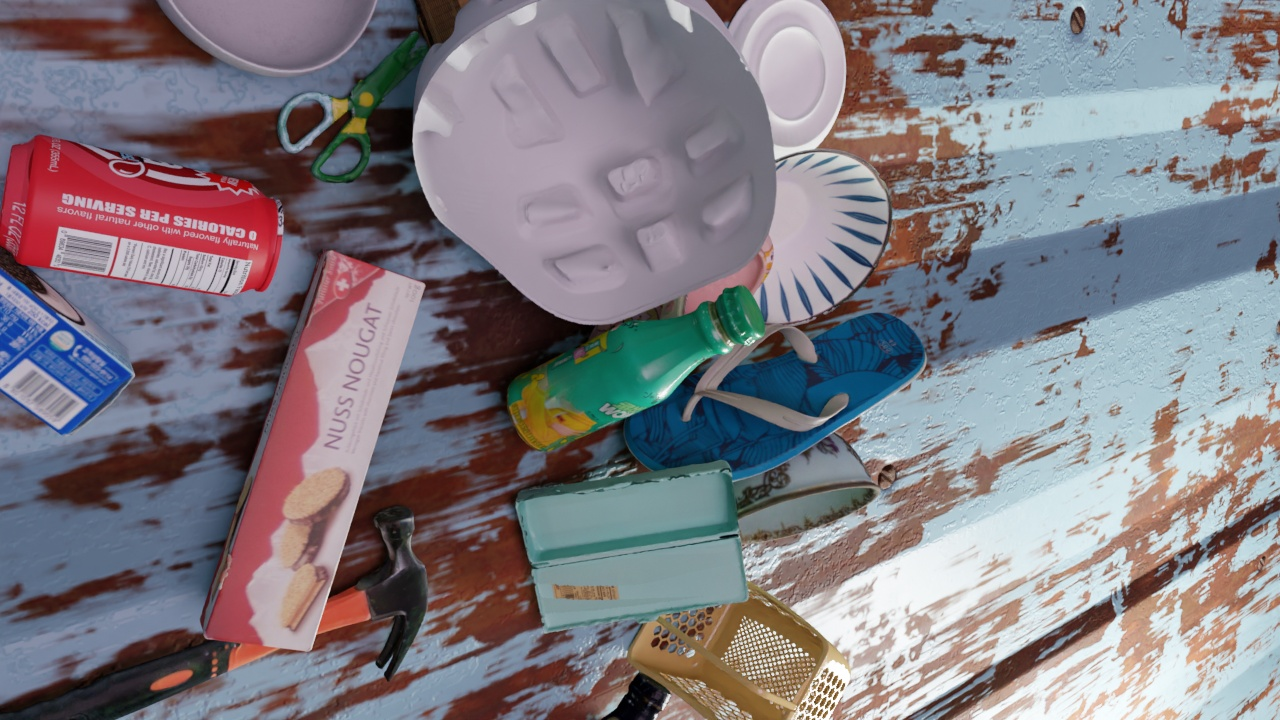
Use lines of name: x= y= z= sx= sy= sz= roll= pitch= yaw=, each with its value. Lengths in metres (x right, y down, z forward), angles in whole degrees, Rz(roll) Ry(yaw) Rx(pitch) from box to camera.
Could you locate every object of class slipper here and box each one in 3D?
slipper: x=0.128 y=0.025 z=0.822 sx=0.294 sy=0.118 sz=0.060 roll=-23 pitch=153 yaw=-12
slipper: x=0.041 y=-0.030 z=0.769 sx=0.197 sy=0.081 sz=0.093 roll=-45 pitch=126 yaw=12

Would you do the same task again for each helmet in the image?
helmet: x=-0.033 y=-0.150 z=0.619 sx=0.224 sy=0.183 sz=0.282 roll=-29 pitch=161 yaw=13

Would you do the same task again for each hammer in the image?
hammer: x=-0.313 y=0.216 z=0.656 sx=0.332 sy=0.033 sz=0.133 roll=-15 pitch=112 yaw=-30

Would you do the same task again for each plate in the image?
plate: x=0.136 y=-0.263 z=0.844 sx=0.156 sy=0.014 sz=0.157 roll=-10 pitch=109 yaw=-32

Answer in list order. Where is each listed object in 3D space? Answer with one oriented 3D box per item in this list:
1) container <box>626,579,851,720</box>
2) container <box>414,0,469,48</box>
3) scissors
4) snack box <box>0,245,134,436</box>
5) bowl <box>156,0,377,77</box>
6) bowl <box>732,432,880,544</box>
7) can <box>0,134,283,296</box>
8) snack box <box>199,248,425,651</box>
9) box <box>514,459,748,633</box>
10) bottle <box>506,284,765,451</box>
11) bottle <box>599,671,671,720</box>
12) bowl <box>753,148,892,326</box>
container: x=0.083 y=0.270 z=0.852 sx=0.167 sy=0.183 sz=0.129 roll=38 pitch=80 yaw=-43
container: x=-0.123 y=-0.271 z=0.630 sx=0.063 sy=0.061 sz=0.114 roll=-30 pitch=118 yaw=-25
scissors: x=-0.197 y=-0.185 z=0.635 sx=0.070 sy=0.014 sz=0.130 roll=40 pitch=80 yaw=-36
snack box: x=-0.391 y=-0.052 z=0.507 sx=0.059 sy=0.059 sz=0.226 roll=-47 pitch=124 yaw=-11
bowl: x=-0.232 y=-0.243 z=0.560 sx=0.131 sy=0.064 sz=0.132 roll=-10 pitch=109 yaw=-33
bowl: x=0.138 y=0.108 z=0.887 sx=0.159 sy=0.160 sz=0.093 roll=4 pitch=60 yaw=-36
can: x=-0.297 y=-0.084 z=0.552 sx=0.142 sy=0.074 sz=0.074 roll=9 pitch=98 yaw=-36
snack box: x=-0.228 y=0.062 z=0.641 sx=0.076 sy=0.044 sz=0.273 roll=20 pitch=85 yaw=-31
box: x=-0.005 y=0.163 z=0.795 sx=0.186 sy=0.033 sz=0.136 roll=-8 pitch=111 yaw=2
bottle: x=-0.004 y=0.004 z=0.711 sx=0.210 sy=0.068 sz=0.068 roll=-25 pitch=128 yaw=23
bottle: x=-0.028 y=0.379 z=0.883 sx=0.056 sy=0.056 sz=0.160 roll=40 pitch=79 yaw=-36
bowl: x=0.131 y=-0.121 z=0.830 sx=0.177 sy=0.070 sz=0.178 roll=-10 pitch=128 yaw=-12
